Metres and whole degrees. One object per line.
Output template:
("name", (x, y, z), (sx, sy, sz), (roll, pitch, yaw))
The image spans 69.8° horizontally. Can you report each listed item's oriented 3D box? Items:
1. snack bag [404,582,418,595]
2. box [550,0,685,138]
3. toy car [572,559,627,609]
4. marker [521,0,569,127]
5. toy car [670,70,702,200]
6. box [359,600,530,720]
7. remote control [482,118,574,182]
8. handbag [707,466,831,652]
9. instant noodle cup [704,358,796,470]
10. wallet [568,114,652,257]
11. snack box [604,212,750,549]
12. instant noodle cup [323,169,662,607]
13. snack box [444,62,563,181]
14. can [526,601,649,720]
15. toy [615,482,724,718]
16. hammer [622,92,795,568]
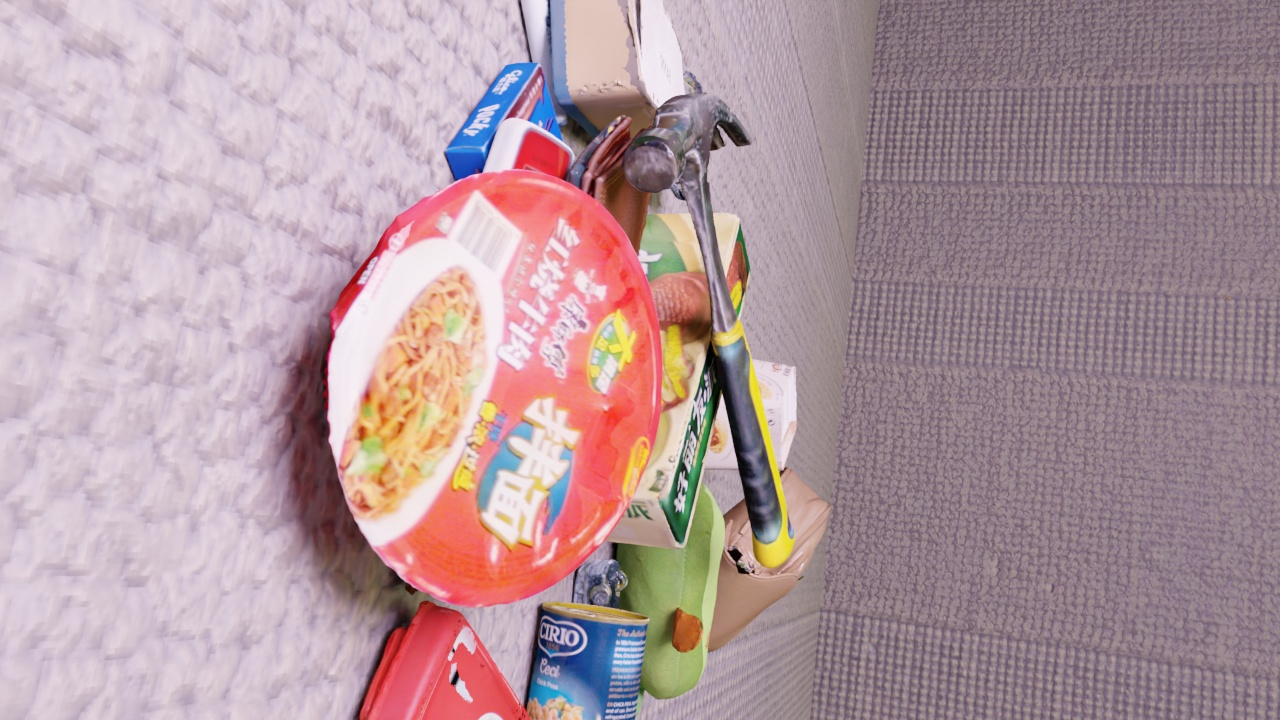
("snack bag", (-0.103, 0.066, 0.468), (0.045, 0.026, 0.105), (-8, 102, -72))
("box", (-0.011, -0.194, 0.606), (0.184, 0.060, 0.089), (8, 80, -76))
("toy car", (-0.034, 0.197, 0.702), (0.042, 0.034, 0.090), (-21, 116, -73))
("marker", (-0.062, -0.202, 0.547), (0.022, 0.018, 0.131), (-37, 134, -35))
("toy car", (0.034, -0.186, 0.763), (0.048, 0.031, 0.105), (-15, 107, -70))
("box", (-0.107, 0.238, 0.479), (0.201, 0.038, 0.157), (77, 25, -46))
("remote control", (-0.073, -0.056, 0.483), (0.055, 0.020, 0.136), (17, 93, -61))
("handbag", (0.096, 0.199, 0.875), (0.147, 0.100, 0.205), (-35, 166, -47))
("instant noodle cup", (0.080, 0.048, 0.870), (0.116, 0.124, 0.117), (-57, 146, -56))
("wallet", (-0.025, -0.072, 0.544), (0.101, 0.032, 0.125), (-58, 163, -54))
("snack box", (-0.004, 0.004, 0.616), (0.063, 0.115, 0.239), (68, 32, -48))
("instant noodle cup", (-0.072, 0.010, 0.424), (0.193, 0.066, 0.194), (-10, 103, -49))
("snack box", (-0.064, -0.086, 0.549), (0.157, 0.026, 0.084), (75, 28, -45))
("can", (-0.038, 0.227, 0.627), (0.075, 0.075, 0.111), (35, 61, -69))
("toy", (0.023, 0.172, 0.769), (0.227, 0.090, 0.247), (-103, -164, -78))
("hammer", (0.059, -0.006, 0.572), (0.125, 0.032, 0.324), (-57, 139, -50))
